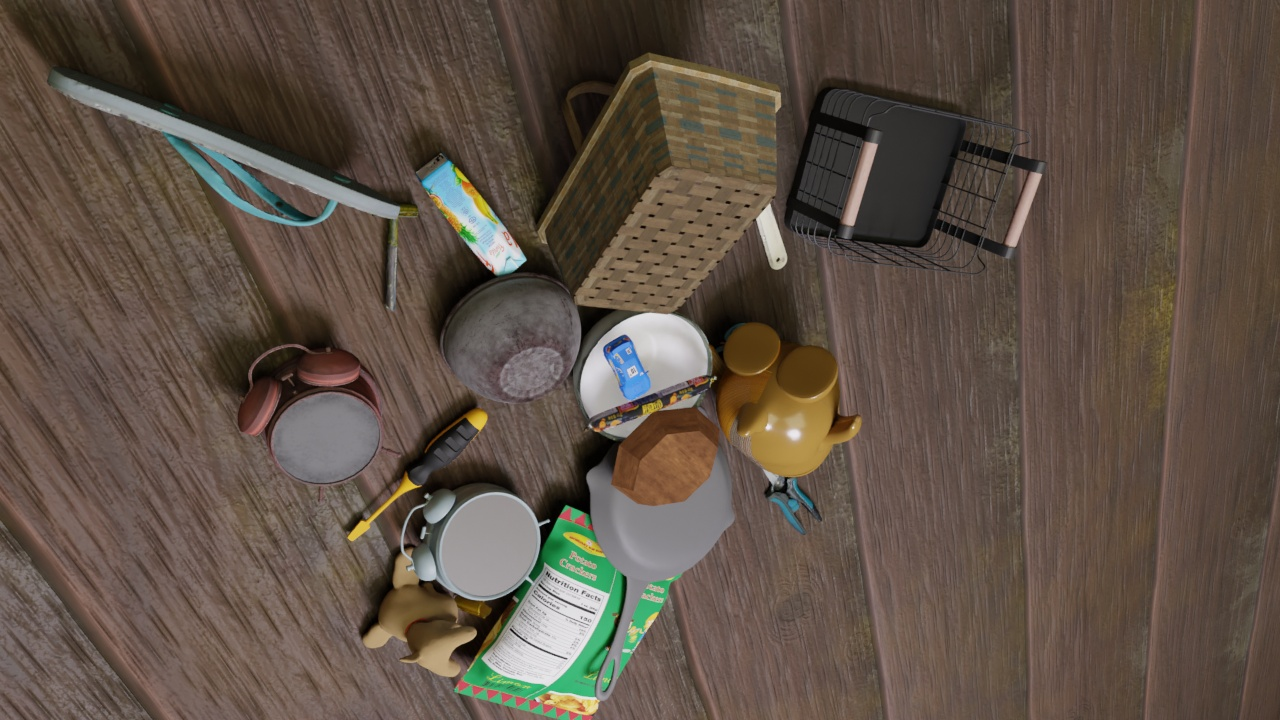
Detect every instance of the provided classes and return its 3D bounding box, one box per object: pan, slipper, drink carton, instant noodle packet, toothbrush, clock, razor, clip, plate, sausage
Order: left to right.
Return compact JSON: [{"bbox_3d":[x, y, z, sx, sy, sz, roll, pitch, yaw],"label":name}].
[{"bbox_3d":[-0.332,-0.160,0.746,0.268,0.098,0.055,21,102,-22],"label":"slipper"},{"bbox_3d":[-0.307,0.049,0.865,0.120,0.072,0.158,-31,124,-9],"label":"clock"},{"bbox_3d":[-0.233,-0.096,0.862,0.042,0.026,0.106,-4,119,-26],"label":"razor"},{"bbox_3d":[-0.234,0.120,0.961,0.197,0.031,0.031,-43,109,2],"label":"toothbrush"},{"bbox_3d":[-0.158,-0.133,0.865,0.038,0.044,0.129,-39,123,-3],"label":"drink carton"},{"bbox_3d":[-0.180,0.193,0.987,0.159,0.045,0.122,16,84,-32],"label":"clock"},{"bbox_3d":[-0.182,0.270,1.053,0.039,0.053,0.047,40,64,-35],"label":"clip"},{"bbox_3d":[-0.075,0.309,1.087,0.195,0.090,0.253,29,95,-31],"label":"instant noodle packet"},{"bbox_3d":[0.011,0.045,0.956,0.155,0.020,0.020,-20,120,-16],"label":"sausage"},{"bbox_3d":[0.013,0.221,1.058,0.216,0.024,0.354,21,84,-31],"label":"pan"},{"bbox_3d":[0.033,0.111,0.998,0.131,0.025,0.131,-15,126,-21],"label":"plate"}]

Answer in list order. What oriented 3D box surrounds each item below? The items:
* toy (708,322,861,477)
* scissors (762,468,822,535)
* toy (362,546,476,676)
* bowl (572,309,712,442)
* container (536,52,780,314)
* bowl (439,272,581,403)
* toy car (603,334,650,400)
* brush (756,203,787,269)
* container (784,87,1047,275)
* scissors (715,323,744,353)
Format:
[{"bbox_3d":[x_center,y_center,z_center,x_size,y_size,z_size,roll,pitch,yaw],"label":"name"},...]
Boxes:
[{"bbox_3d":[0.168,0.057,1.050,0.162,0.199,0.203,-56,151,-17],"label":"toy"},{"bbox_3d":[0.190,0.183,1.194,0.129,0.019,0.138,0,112,-24],"label":"scissors"},{"bbox_3d":[-0.237,0.289,1.000,0.105,0.108,0.134,11,109,-46],"label":"toy"},{"bbox_3d":[-0.006,0.006,0.985,0.153,0.073,0.154,-10,118,-20],"label":"bowl"},{"bbox_3d":[0.009,-0.179,0.854,0.157,0.186,0.251,5,148,-27],"label":"container"},{"bbox_3d":[-0.118,-0.009,0.905,0.144,0.067,0.145,-17,137,-17],"label":"bowl"},{"bbox_3d":[-0.007,0.010,0.905,0.033,0.062,0.092,-30,122,-10],"label":"toy car"},{"bbox_3d":[0.124,-0.188,0.990,0.033,0.012,0.218,-30,124,-9],"label":"brush"},{"bbox_3d":[0.292,-0.191,0.994,0.241,0.130,0.163,2,112,-26],"label":"container"},{"bbox_3d":[0.149,-0.016,1.086,0.138,0.015,0.063,1,117,-32],"label":"scissors"}]
